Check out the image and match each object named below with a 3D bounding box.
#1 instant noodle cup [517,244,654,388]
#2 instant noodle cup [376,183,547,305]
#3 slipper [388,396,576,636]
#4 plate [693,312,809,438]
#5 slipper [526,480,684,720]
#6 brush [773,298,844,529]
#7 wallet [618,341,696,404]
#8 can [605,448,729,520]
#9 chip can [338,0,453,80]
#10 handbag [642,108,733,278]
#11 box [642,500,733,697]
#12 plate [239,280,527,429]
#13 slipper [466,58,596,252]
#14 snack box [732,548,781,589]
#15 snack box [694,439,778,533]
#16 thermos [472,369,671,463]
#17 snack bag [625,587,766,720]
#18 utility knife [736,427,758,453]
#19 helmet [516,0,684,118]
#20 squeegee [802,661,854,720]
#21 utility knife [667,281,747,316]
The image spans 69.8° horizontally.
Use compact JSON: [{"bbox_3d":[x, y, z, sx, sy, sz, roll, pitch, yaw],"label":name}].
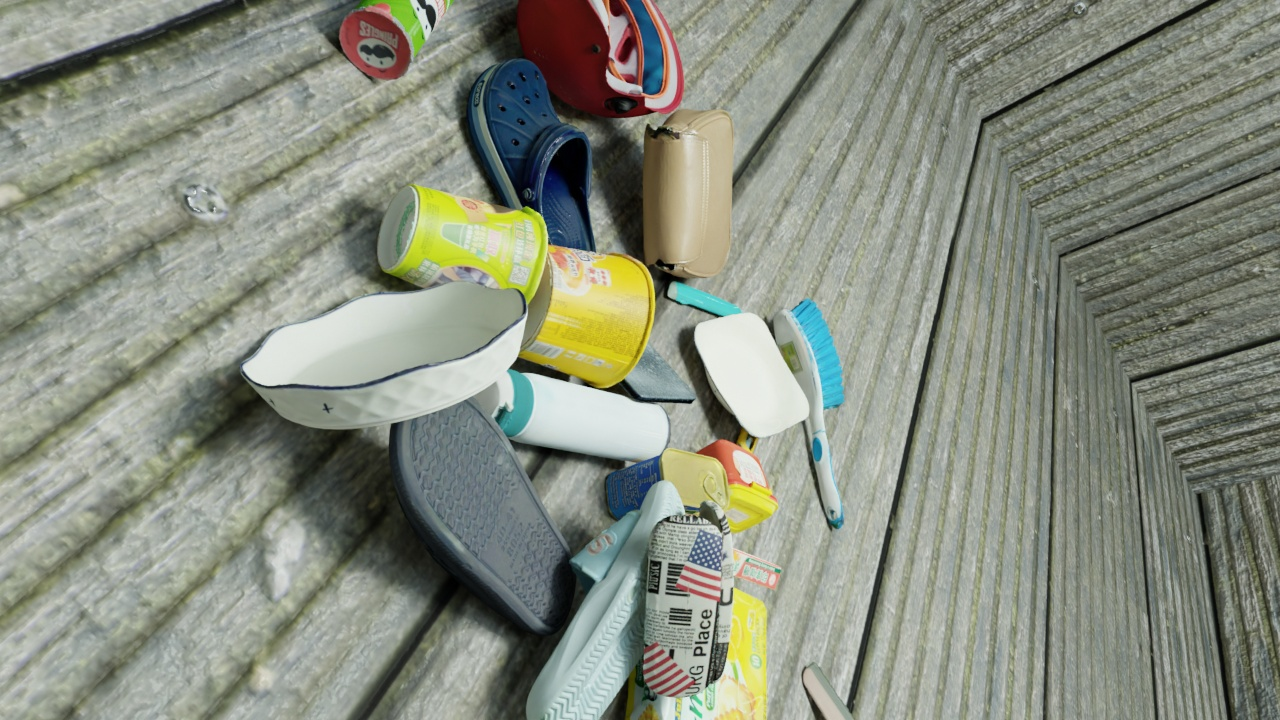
[{"bbox_3d":[-0.071,-0.049,0.888,0.109,0.138,0.137,13,60,-37],"label":"instant noodle cup"},{"bbox_3d":[-0.164,-0.102,0.825,0.123,0.112,0.111,16,58,-37],"label":"instant noodle cup"},{"bbox_3d":[-0.141,0.133,0.747,0.268,0.083,0.110,62,34,-36],"label":"slipper"},{"bbox_3d":[0.134,0.021,1.157,0.163,0.034,0.164,-14,72,-49],"label":"plate"},{"bbox_3d":[-0.030,0.213,0.799,0.244,0.074,0.104,-55,142,-31],"label":"slipper"},{"bbox_3d":[0.249,0.070,1.277,0.109,0.061,0.314,-13,83,-47],"label":"brush"},{"bbox_3d":[-0.006,0.006,0.979,0.097,0.019,0.121,4,34,-49],"label":"wallet"},{"bbox_3d":[0.027,0.132,0.937,0.102,0.083,0.057,18,57,-45],"label":"can"},{"bbox_3d":[-0.224,-0.378,0.929,0.072,0.072,0.235,42,42,-28],"label":"chip can"},{"bbox_3d":[0.053,-0.201,1.117,0.147,0.100,0.205,-23,117,-58],"label":"handbag"},{"bbox_3d":[0.037,0.204,0.788,0.086,0.076,0.162,0,102,-24],"label":"box"},{"bbox_3d":[-0.182,-0.006,0.680,0.204,0.205,0.046,-41,129,-52],"label":"plate"},{"bbox_3d":[-0.102,-0.207,0.967,0.104,0.095,0.252,-12,83,-55],"label":"slipper"},{"bbox_3d":[0.074,0.200,0.946,0.155,0.077,0.027,30,75,-46],"label":"snack box"},{"bbox_3d":[0.100,0.139,1.030,0.091,0.082,0.080,29,39,-39],"label":"snack box"},{"bbox_3d":[-0.069,0.053,0.882,0.224,0.073,0.073,16,58,-45],"label":"thermos"},{"bbox_3d":[0.052,0.318,0.876,0.158,0.068,0.245,34,46,-36],"label":"snack bag"},{"bbox_3d":[0.145,0.086,1.164,0.033,0.015,0.201,48,40,-17],"label":"utility knife"},{"bbox_3d":[-0.055,-0.381,1.084,0.240,0.144,0.206,38,48,-56],"label":"helmet"},{"bbox_3d":[0.186,0.487,0.970,0.248,0.040,0.247,-18,69,-48],"label":"squeegee"},{"bbox_3d":[0.094,-0.071,1.193,0.182,0.013,0.029,16,62,-44],"label":"utility knife"}]
